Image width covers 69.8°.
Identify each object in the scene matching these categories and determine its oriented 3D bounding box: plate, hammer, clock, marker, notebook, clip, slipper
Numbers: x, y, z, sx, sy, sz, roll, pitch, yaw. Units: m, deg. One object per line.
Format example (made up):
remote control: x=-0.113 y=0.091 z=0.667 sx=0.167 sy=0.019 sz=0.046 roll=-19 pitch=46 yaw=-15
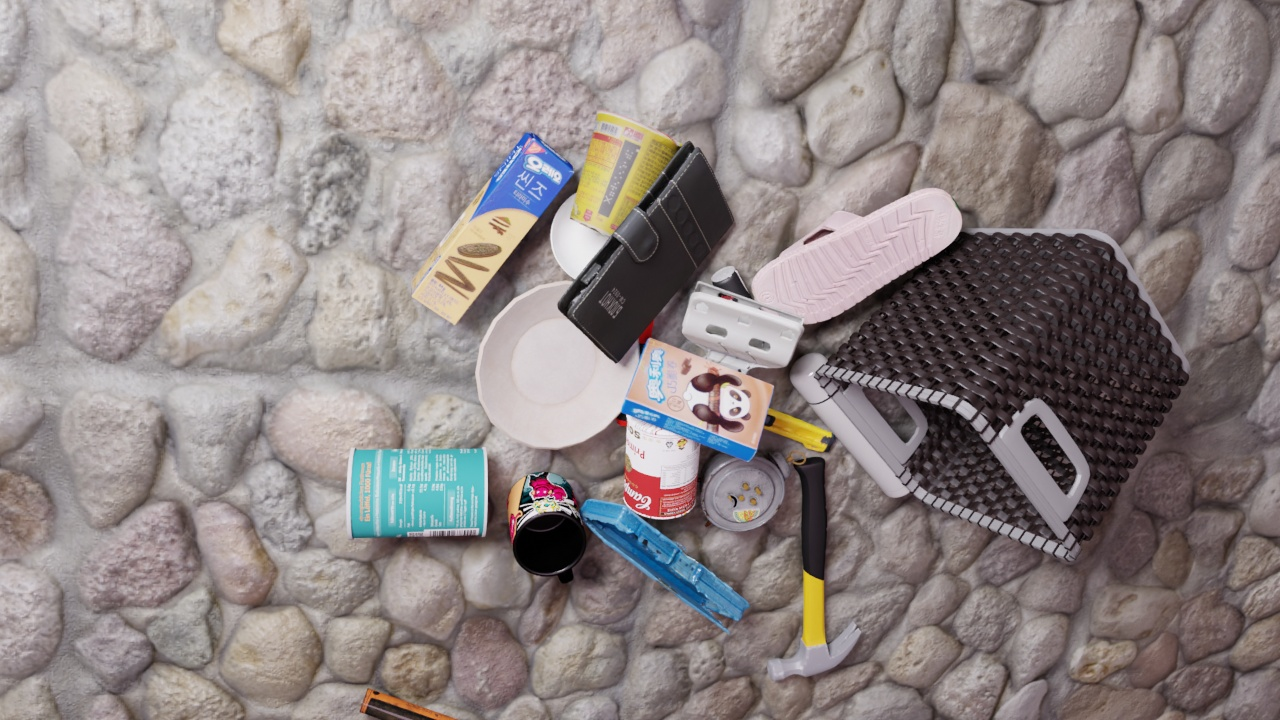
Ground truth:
plate: x=-0.090 y=0.005 z=1.002 sx=0.188 sy=0.027 sz=0.189 roll=-8 pitch=109 yaw=-24
hammer: x=0.226 y=0.274 z=1.199 sx=0.127 sy=0.029 sz=0.324 roll=-8 pitch=111 yaw=-9
clock: x=0.133 y=0.148 z=1.115 sx=0.148 sy=0.056 sz=0.104 roll=-27 pitch=114 yaw=1
marker: x=-0.006 y=0.006 z=1.051 sx=0.023 sy=0.021 sz=0.145 roll=0 pitch=111 yaw=-30
notebook: x=0.011 y=-0.104 z=0.939 sx=0.209 sy=0.029 sz=0.169 roll=-53 pitch=156 yaw=-5
hammer: x=-0.196 y=0.470 z=1.155 sx=0.314 sy=0.137 sz=0.035 roll=21 pitch=105 yaw=-5
clip: x=0.110 y=-0.032 z=1.022 sx=0.126 sy=0.152 sz=0.098 roll=20 pitch=64 yaw=5
plate: x=-0.046 y=-0.131 z=0.981 sx=0.104 sy=0.026 sz=0.104 roll=-1 pitch=94 yaw=-15
slipper: x=0.239 y=-0.121 z=1.033 sx=0.240 sy=0.064 sz=0.094 roll=-27 pitch=118 yaw=13

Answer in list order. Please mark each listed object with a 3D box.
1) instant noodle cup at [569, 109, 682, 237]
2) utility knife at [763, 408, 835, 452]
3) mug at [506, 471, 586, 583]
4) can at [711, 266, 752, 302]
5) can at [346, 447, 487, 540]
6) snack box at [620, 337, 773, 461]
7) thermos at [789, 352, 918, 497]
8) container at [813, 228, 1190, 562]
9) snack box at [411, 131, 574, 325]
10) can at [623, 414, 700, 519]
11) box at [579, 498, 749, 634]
instant noodle cup: x=-0.020 y=-0.181 z=0.927 sx=0.100 sy=0.100 sz=0.112 roll=22 pitch=97 yaw=-19
utility knife: x=0.144 y=0.069 z=1.112 sx=0.217 sy=0.019 sz=0.030 roll=21 pitch=95 yaw=-15
mug: x=-0.104 y=0.202 z=1.061 sx=0.082 sy=0.098 sz=0.118 roll=-21 pitch=113 yaw=-4
can: x=0.111 y=-0.066 z=1.042 sx=0.031 sy=0.031 sz=0.080 roll=-31 pitch=113 yaw=1
can: x=-0.244 y=0.145 z=1.009 sx=0.144 sy=0.099 sz=0.099 roll=1 pitch=110 yaw=-12
snack box: x=0.063 y=0.042 z=0.999 sx=0.151 sy=0.087 sz=0.034 roll=21 pitch=145 yaw=0
thermos: x=0.261 y=0.079 z=1.118 sx=0.052 sy=0.052 sz=0.224 roll=-41 pitch=113 yaw=5
container: x=0.395 y=0.020 z=1.001 sx=0.243 sy=0.246 sz=0.247 roll=-48 pitch=113 yaw=-11
snack box: x=-0.154 y=-0.136 z=0.945 sx=0.056 sy=0.057 sz=0.207 roll=36 pitch=99 yaw=-23
can: x=0.025 y=0.110 z=1.055 sx=0.086 sy=0.086 sz=0.117 roll=-3 pitch=117 yaw=-11
box: x=0.024 y=0.249 z=1.102 sx=0.231 sy=0.093 sz=0.054 roll=42 pitch=66 yaw=-27
